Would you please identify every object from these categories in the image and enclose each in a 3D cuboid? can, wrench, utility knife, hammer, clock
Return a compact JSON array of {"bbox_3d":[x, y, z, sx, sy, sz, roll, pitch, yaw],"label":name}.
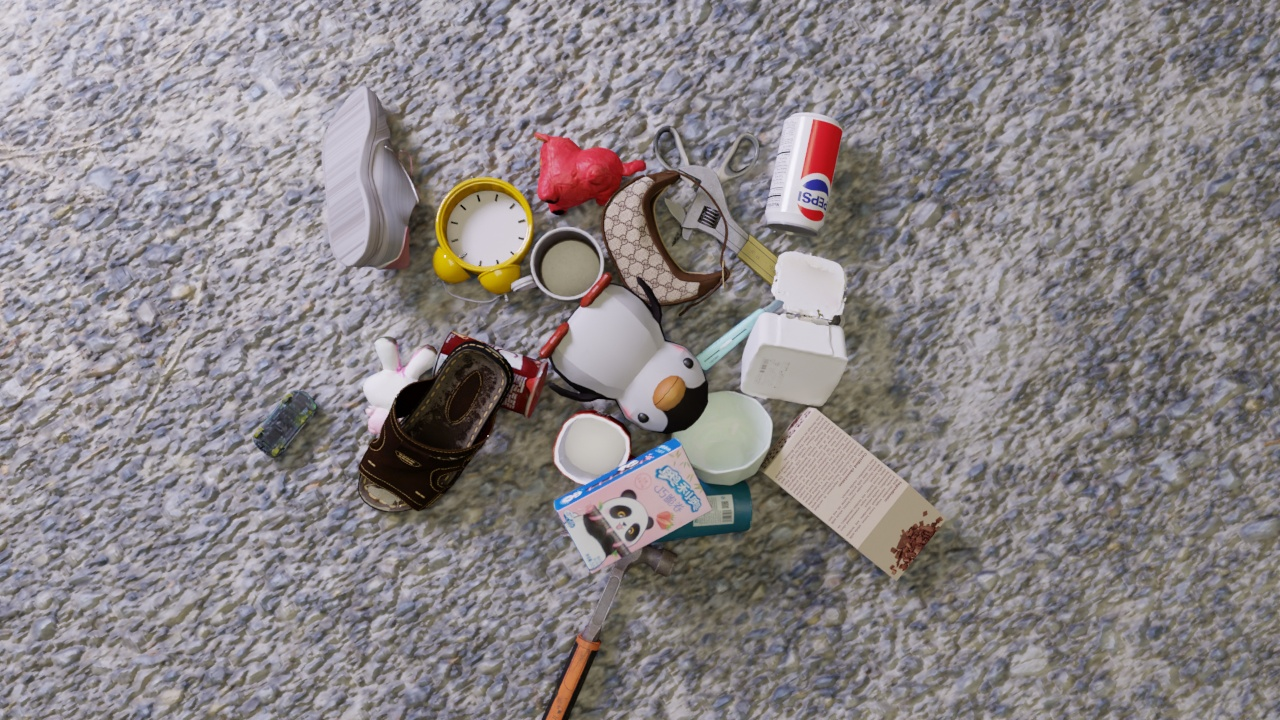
[{"bbox_3d":[0.192,-0.218,1.083,0.070,0.070,0.132,12,89,0],"label":"can"},{"bbox_3d":[0.141,-0.129,1.101,0.273,0.018,0.084,39,97,-1],"label":"wrench"},{"bbox_3d":[0.123,-0.037,1.101,0.141,0.015,0.022,-39,105,5],"label":"utility knife"},{"bbox_3d":[-0.082,0.347,1.091,0.138,0.035,0.314,24,89,0],"label":"hammer"},{"bbox_3d":[-0.187,-0.144,1.092,0.113,0.052,0.152,13,84,0],"label":"clock"}]

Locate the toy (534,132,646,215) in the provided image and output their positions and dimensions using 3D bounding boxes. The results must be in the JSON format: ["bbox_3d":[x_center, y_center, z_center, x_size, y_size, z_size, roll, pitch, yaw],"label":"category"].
[{"bbox_3d":[-0.061,-0.235,1.081,0.133,0.088,0.094,-11,78,-1],"label":"toy"}]

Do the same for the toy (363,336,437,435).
[{"bbox_3d":[-0.292,0.032,1.095,0.079,0.038,0.122,19,89,-13],"label":"toy"}]

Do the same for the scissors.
[{"bbox_3d":[0.074,-0.219,1.111,0.157,0.012,0.171,43,90,-1],"label":"scissors"}]

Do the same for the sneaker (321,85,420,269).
[{"bbox_3d":[-0.309,-0.208,1.084,0.099,0.089,0.235,-20,67,32],"label":"sneaker"}]

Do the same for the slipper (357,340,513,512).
[{"bbox_3d":[-0.239,0.088,1.038,0.113,0.075,0.268,39,114,-7],"label":"slipper"}]

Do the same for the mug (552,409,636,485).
[{"bbox_3d":[-0.040,0.107,1.063,0.116,0.096,0.080,24,89,0],"label":"mug"}]

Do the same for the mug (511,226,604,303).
[{"bbox_3d":[-0.097,-0.105,1.080,0.113,0.070,0.084,-22,89,-1],"label":"mug"}]

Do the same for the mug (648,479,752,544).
[{"bbox_3d":[0.066,0.173,1.076,0.121,0.078,0.078,-2,89,-4],"label":"mug"}]

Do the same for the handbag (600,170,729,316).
[{"bbox_3d":[0.035,-0.138,1.077,0.138,0.063,0.166,-24,92,12],"label":"handbag"}]

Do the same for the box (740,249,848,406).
[{"bbox_3d":[0.182,-0.046,1.066,0.107,0.152,0.131,9,47,-6],"label":"box"}]

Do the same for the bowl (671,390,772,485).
[{"bbox_3d":[0.097,0.098,1.072,0.117,0.061,0.117,-6,49,6],"label":"bowl"}]

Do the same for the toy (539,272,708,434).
[{"bbox_3d":[-0.006,0.006,1.046,0.184,0.140,0.159,40,89,-2],"label":"toy"}]

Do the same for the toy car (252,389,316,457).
[{"bbox_3d":[-0.423,0.074,1.098,0.039,0.027,0.090,40,90,3],"label":"toy car"}]

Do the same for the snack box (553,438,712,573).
[{"bbox_3d":[-0.007,0.159,1.006,0.154,0.033,0.088,-28,107,-4],"label":"snack box"}]

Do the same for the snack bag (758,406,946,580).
[{"bbox_3d":[0.249,0.157,1.076,0.206,0.070,0.094,39,89,0],"label":"snack bag"}]

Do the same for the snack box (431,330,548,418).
[{"bbox_3d":[-0.176,0.015,1.078,0.121,0.072,0.072,19,89,1],"label":"snack box"}]
